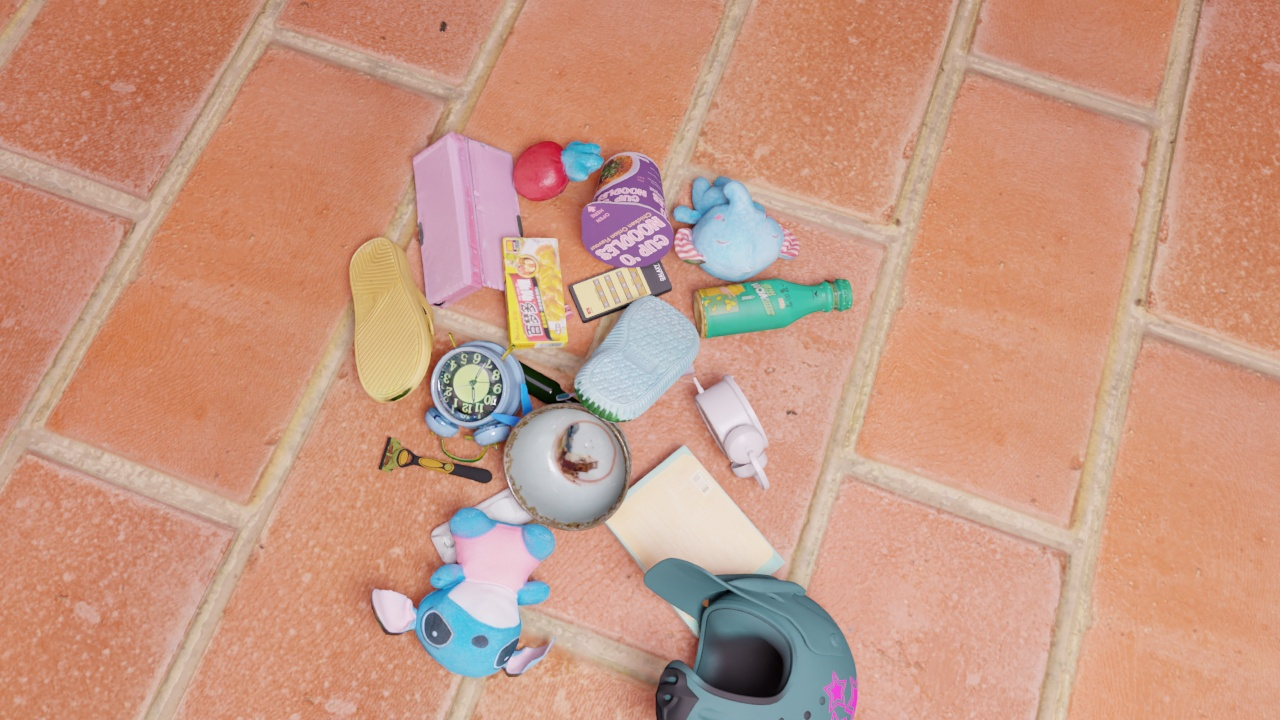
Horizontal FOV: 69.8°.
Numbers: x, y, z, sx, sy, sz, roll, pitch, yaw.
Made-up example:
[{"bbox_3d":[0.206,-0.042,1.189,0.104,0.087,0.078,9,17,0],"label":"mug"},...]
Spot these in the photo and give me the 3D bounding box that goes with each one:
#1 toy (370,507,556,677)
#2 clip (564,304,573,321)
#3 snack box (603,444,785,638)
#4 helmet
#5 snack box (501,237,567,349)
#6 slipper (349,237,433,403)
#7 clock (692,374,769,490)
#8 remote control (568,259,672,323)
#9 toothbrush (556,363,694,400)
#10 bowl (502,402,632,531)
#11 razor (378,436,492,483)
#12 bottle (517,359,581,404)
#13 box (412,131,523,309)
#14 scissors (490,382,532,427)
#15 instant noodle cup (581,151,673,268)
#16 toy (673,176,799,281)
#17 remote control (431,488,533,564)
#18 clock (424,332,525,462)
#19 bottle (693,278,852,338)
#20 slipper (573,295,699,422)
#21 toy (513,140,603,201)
[{"bbox_3d":[-0.198,0.272,1.085,0.224,0.099,0.191,20,73,-14],"label":"toy"},{"bbox_3d":[-0.123,-0.059,1.245,0.045,0.023,0.060,37,78,10],"label":"clip"},{"bbox_3d":[0.062,0.223,1.144,0.141,0.044,0.193,-38,77,-12],"label":"snack box"},{"bbox_3d":[0.120,0.331,1.013,0.274,0.177,0.199,30,59,-30],"label":"helmet"},{"bbox_3d":[-0.142,-0.090,1.218,0.075,0.025,0.152,-2,72,-16],"label":"snack box"},{"bbox_3d":[-0.319,-0.051,1.202,0.099,0.078,0.263,-29,55,10],"label":"slipper"},{"bbox_3d":[0.125,0.090,1.155,0.061,0.120,0.159,-29,64,-2],"label":"clock"},{"bbox_3d":[-0.027,-0.099,1.263,0.133,0.013,0.058,-22,74,-9],"label":"remote control"},{"bbox_3d":[-0.020,0.029,1.204,0.187,0.019,0.018,-13,70,-14],"label":"toothbrush"},{"bbox_3d":[-0.078,0.121,1.135,0.160,0.093,0.160,3,100,15],"label":"bowl"},{"bbox_3d":[-0.260,0.135,1.177,0.144,0.021,0.044,13,72,0],"label":"razor"},{"bbox_3d":[-0.123,0.039,1.205,0.123,0.033,0.033,29,73,7],"label":"bottle"},{"bbox_3d":[-0.235,-0.187,1.279,0.107,0.115,0.232,-23,68,33],"label":"box"},{"bbox_3d":[-0.132,0.084,1.167,0.123,0.016,0.125,-23,116,-31],"label":"scissors"},{"bbox_3d":[-0.020,-0.215,1.244,0.122,0.136,0.121,-27,45,34],"label":"instant noodle cup"},{"bbox_3d":[0.125,-0.194,1.257,0.183,0.115,0.180,-5,60,-14],"label":"toy"},{"bbox_3d":[-0.196,0.204,1.153,0.133,0.022,0.050,-29,75,-11],"label":"remote control"},{"bbox_3d":[-0.213,0.050,1.173,0.118,0.060,0.162,8,92,10],"label":"clock"},{"bbox_3d":[0.179,-0.076,1.233,0.209,0.068,0.068,-8,72,-4],"label":"bottle"},{"bbox_3d":[-0.007,0.007,1.159,0.116,0.070,0.275,31,36,7],"label":"slipper"},{"bbox_3d":[-0.116,-0.270,1.287,0.133,0.062,0.092,-14,63,3],"label":"toy"}]
